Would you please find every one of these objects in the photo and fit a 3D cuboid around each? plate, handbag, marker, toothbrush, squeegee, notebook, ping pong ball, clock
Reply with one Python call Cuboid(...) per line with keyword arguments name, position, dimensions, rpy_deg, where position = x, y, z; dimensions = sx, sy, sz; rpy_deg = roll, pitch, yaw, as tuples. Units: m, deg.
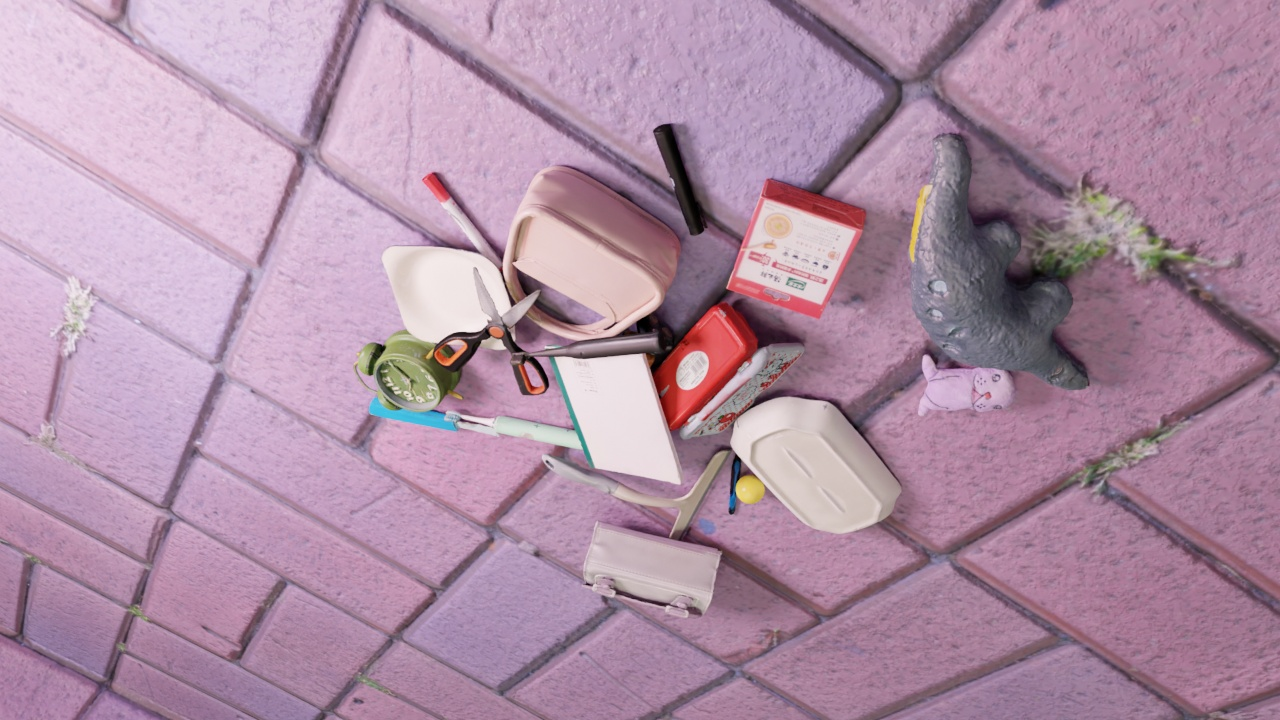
Cuboid(name="plate", position=(-0.239, -0.087, 1.178), dimensions=(0.164, 0.034, 0.164), rpy_deg=(6, 134, 13))
Cuboid(name="handbag", position=(-0.078, -0.101, 1.093), dimensions=(0.193, 0.093, 0.235), rpy_deg=(29, 141, -8))
Cuboid(name="marker", position=(0.044, -0.195, 0.998), dimensions=(0.022, 0.020, 0.132), rpy_deg=(-17, 125, 10))
Cuboid(name="plate", position=(0.233, 0.151, 1.217), dimensions=(0.162, 0.034, 0.265), rpy_deg=(-25, 122, 31))
Cuboid(name="toothbrush", position=(0.134, 0.156, 1.284), dimensions=(0.014, 0.016, 0.190), rpy_deg=(3, 134, 4))
Cuboid(name="squeegee", position=(-0.026, 0.182, 1.320), dimensions=(0.246, 0.039, 0.247), rpy_deg=(17, 134, -6))
Cuboid(name="notebook", position=(-0.033, 0.071, 1.194), dimensions=(0.151, 0.012, 0.209), rpy_deg=(5, 129, 31))
Cuboid(name="marker", position=(-0.213, -0.166, 1.115), dimensions=(0.017, 0.017, 0.145), rpy_deg=(-19, 122, 31))
Cuboid(name="ping pong ball", position=(0.153, 0.179, 1.276), dimensions=(0.040, 0.040, 0.040), rpy_deg=(10, 132, 11))
Cuboid(name="toothbrush", position=(-0.177, 0.097, 1.327), dimensions=(0.224, 0.027, 0.026), rpy_deg=(11, 138, 10))
Cuboid(name="toothbrush", position=(-0.069, -0.012, 1.122), dimensions=(0.213, 0.027, 0.026), rpy_deg=(-6, 140, 25))
Cuboid(name="handbag", position=(0.014, 0.329, 1.411), dimensions=(0.197, 0.098, 0.145), rpy_deg=(13, 153, 5))
Cuboid(name="clock", position=(-0.331, 0.019, 1.291), dimensions=(0.161, 0.056, 0.116), rpy_deg=(-5, 127, 23))

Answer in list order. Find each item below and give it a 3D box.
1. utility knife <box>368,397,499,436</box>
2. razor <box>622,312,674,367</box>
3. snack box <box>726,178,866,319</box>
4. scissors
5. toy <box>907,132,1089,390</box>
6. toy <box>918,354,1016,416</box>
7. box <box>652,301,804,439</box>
Cuboid(name="utility knife", position=(-0.309, 0.088, 1.369), dimensions=(0.209, 0.018, 0.034), rpy_deg=(12, 133, 11))
Cuboid(name="razor", position=(-0.007, 0.007, 1.178), dimensions=(0.067, 0.062, 0.168), rpy_deg=(0, 144, -23))
Cuboid(name="snack box", position=(0.168, -0.121, 1.004), dimensions=(0.113, 0.044, 0.127), rpy_deg=(19, 132, 1))
Cuboid(name="scissors", position=(-0.181, -0.028, 1.173), dimensions=(0.221, 0.021, 0.230), rpy_deg=(-16, 130, 32))
Cuboid(name="toy", position=(0.362, -0.067, 0.964), dimensions=(0.138, 0.091, 0.356), rpy_deg=(-39, 114, 10))
Cuboid(name="toy", position=(0.380, 0.030, 1.068), dimensions=(0.108, 0.038, 0.084), rpy_deg=(2, 122, 19))
Cuboid(name="box", position=(0.101, 0.016, 1.153), dimensions=(0.112, 0.099, 0.202), rpy_deg=(55, 135, 16))
